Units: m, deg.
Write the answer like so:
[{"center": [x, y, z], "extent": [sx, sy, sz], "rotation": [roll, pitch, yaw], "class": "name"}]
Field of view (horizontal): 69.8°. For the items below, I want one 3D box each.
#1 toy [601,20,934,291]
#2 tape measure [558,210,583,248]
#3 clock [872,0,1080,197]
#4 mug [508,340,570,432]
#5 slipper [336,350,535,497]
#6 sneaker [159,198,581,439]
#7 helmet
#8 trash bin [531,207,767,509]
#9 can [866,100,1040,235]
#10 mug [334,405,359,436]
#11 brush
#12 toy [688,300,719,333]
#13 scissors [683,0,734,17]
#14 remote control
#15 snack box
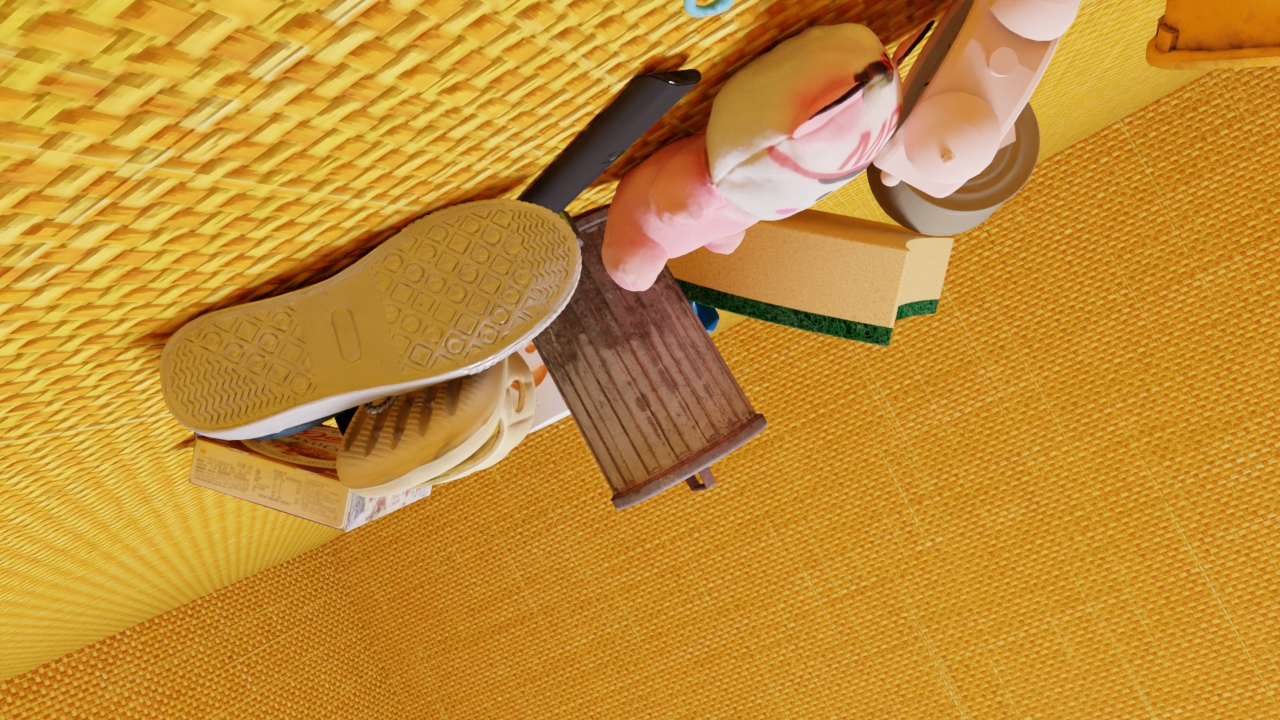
[{"center": [0.069, -0.121, 0.542], "extent": [0.141, 0.084, 0.214], "rotation": [-27, 179, -41], "class": "toy"}, {"center": [-0.068, -0.072, 0.605], "extent": [0.059, 0.036, 0.065], "rotation": [-30, 175, 20], "class": "tape measure"}, {"center": [0.204, -0.162, 0.552], "extent": [0.131, 0.086, 0.160], "rotation": [-62, 174, 10], "class": "clock"}, {"center": [-0.101, 0.009, 0.921], "extent": [0.082, 0.105, 0.082], "rotation": [-27, 176, -2], "class": "mug"}, {"center": [-0.121, 0.029, 0.598], "extent": [0.111, 0.079, 0.261], "rotation": [-26, -157, 6], "class": "slipper"}, {"center": [-0.143, -0.014, 0.512], "extent": [0.235, 0.089, 0.087], "rotation": [-21, 172, -9], "class": "sneaker"}, {"center": [0.479, -0.294, 0.647], "extent": [0.206, 0.131, 0.254], "rotation": [12, -148, 42], "class": "helmet"}, {"center": [-0.004, 0.004, 0.694], "extent": [0.131, 0.211, 0.131], "rotation": [-29, 177, -2], "class": "trash bin"}, {"center": [0.265, -0.177, 0.784], "extent": [0.128, 0.127, 0.073], "rotation": [-27, 174, 0], "class": "can"}, {"center": [-0.206, 0.027, 0.773], "extent": [0.112, 0.079, 0.096], "rotation": [8, -157, 43], "class": "mug"}, {"center": [0.157, -0.087, 0.822], "extent": [0.195, 0.075, 0.249], "rotation": [16, -164, 24], "class": "brush"}, {"center": [0.017, -0.048, 0.886], "extent": [0.177, 0.112, 0.071], "rotation": [-17, -131, 66], "class": "toy"}, {"center": [0.047, -0.168, 0.346], "extent": [0.120, 0.015, 0.138], "rotation": [-31, 168, 32], "class": "scissors"}, {"center": [-0.021, -0.116, 0.501], "extent": [0.033, 0.015, 0.147], "rotation": [-24, 175, -41], "class": "remote control"}, {"center": [-0.267, 0.090, 0.770], "extent": [0.143, 0.041, 0.147], "rotation": [13, -174, 12], "class": "snack box"}]
